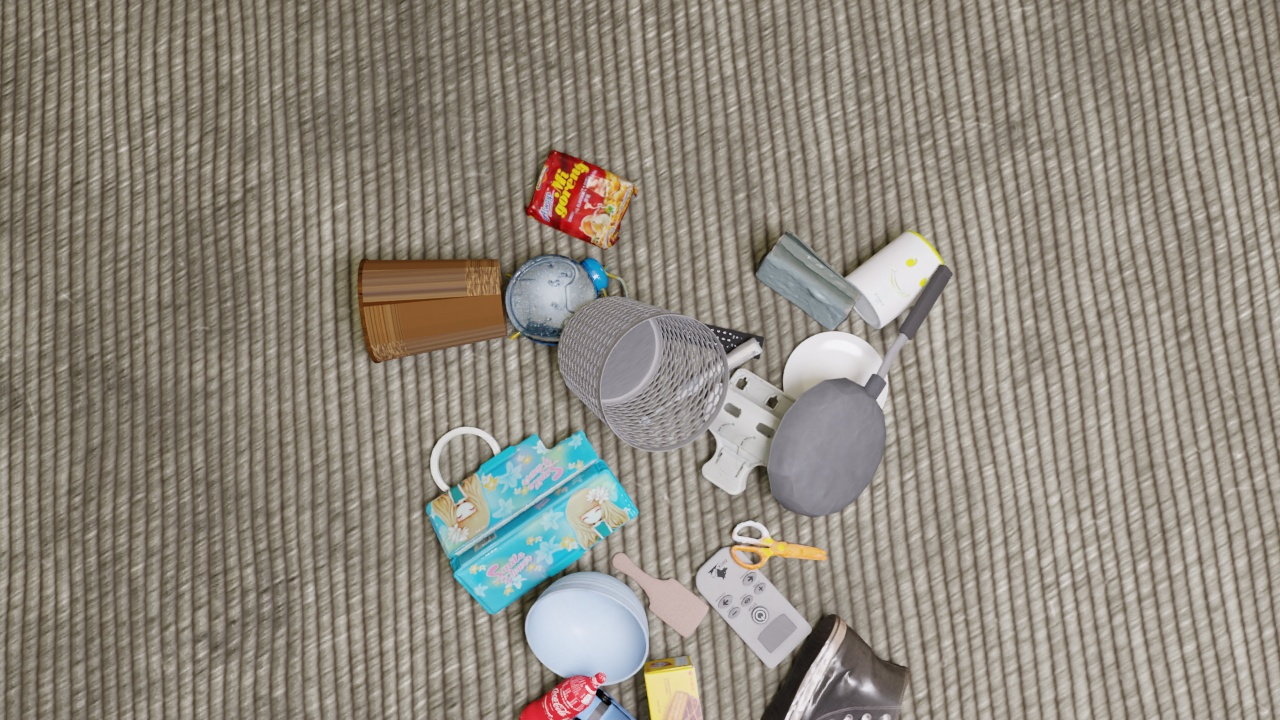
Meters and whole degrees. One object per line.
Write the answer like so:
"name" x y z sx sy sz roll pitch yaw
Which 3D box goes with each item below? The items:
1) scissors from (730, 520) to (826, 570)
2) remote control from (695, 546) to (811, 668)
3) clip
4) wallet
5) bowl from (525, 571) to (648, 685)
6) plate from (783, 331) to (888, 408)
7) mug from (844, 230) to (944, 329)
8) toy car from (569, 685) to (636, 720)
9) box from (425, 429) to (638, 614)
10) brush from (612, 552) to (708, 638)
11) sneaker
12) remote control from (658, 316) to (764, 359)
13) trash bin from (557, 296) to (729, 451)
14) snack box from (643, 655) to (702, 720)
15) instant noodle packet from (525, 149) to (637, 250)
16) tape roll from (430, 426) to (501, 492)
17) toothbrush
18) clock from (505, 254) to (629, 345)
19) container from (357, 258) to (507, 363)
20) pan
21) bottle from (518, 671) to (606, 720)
"scissors" 0.176 0.236 1.161 0.128 0.013 0.065 6 61 -8
"remote control" 0.138 0.306 1.152 0.074 0.019 0.151 -43 83 -4
"clip" 0.130 0.093 1.141 0.126 0.104 0.151 33 82 25
"wallet" 0.214 -0.098 1.165 0.131 0.100 0.054 42 81 5
"bowl" -0.058 0.313 1.117 0.151 0.074 0.151 5 117 9
"plate" 0.252 0.030 1.190 0.134 0.011 0.134 0 82 1
"mug" 0.323 -0.103 1.171 0.106 0.082 0.082 -36 83 -3
"toy car" -0.028 0.443 1.085 0.056 0.153 0.055 -49 121 -13
"box" -0.138 0.190 1.140 0.227 0.084 0.171 -34 90 -3
"brush" 0.020 0.290 1.162 0.136 0.015 0.050 36 83 11
"sneaker" 0.220 0.437 1.101 0.120 0.095 0.234 33 80 1
"remote control" 0.091 -0.031 1.204 0.140 0.009 0.030 13 83 3
"trash bin" -0.006 0.007 1.093 0.156 0.183 0.156 -6 105 -22
"snack box" 0.041 0.420 1.107 0.061 0.083 0.105 -8 81 -1
"instant noodle packet" -0.077 -0.213 1.219 0.135 0.039 0.098 23 90 4
"tape roll" -0.225 0.133 1.187 0.093 0.013 0.093 0 82 2
"toothbrush" 0.075 0.029 1.188 0.185 0.022 0.024 -33 72 2
"clock" -0.095 -0.075 1.190 0.161 0.060 0.116 -2 81 0
"container" -0.259 -0.071 1.164 0.167 0.132 0.132 -6 82 -5
"pan" 0.283 0.037 1.115 0.178 0.041 0.357 37 85 -39
"bottle" -0.092 0.412 1.106 0.142 0.041 0.042 -41 82 27
